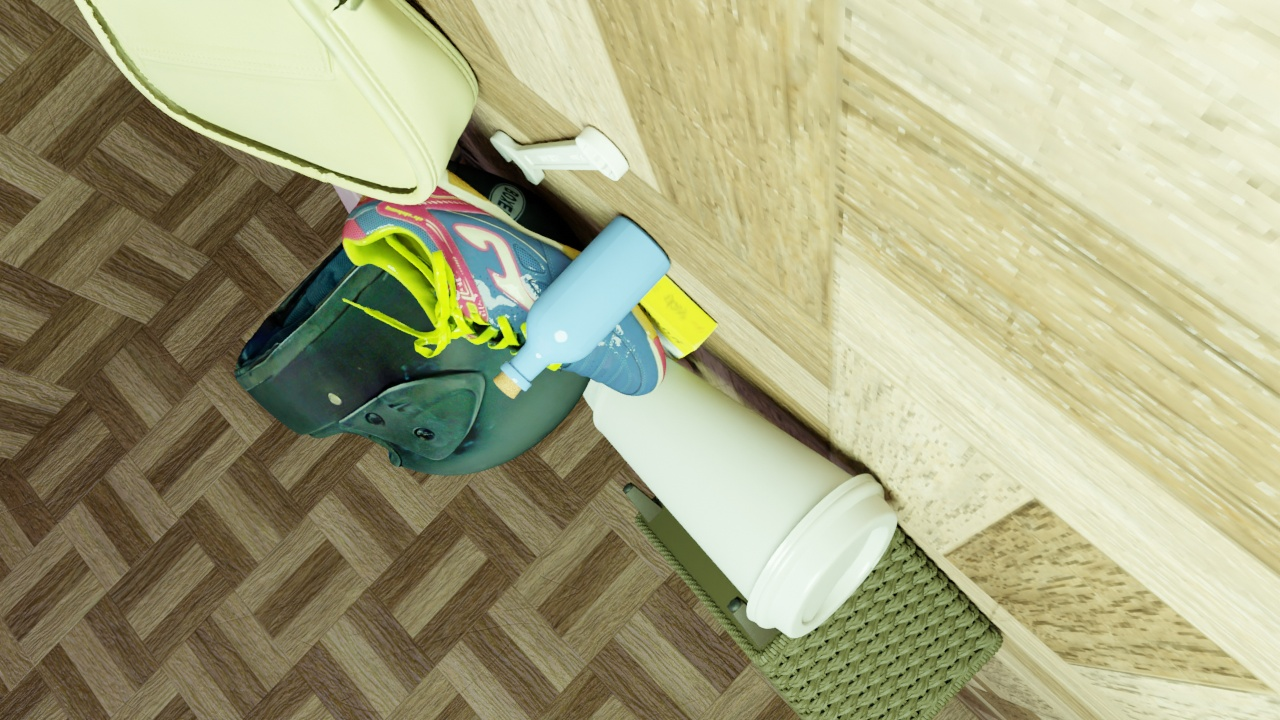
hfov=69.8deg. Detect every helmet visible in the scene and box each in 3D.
[{"bbox_3d":[-0.176,-0.012,0.815,0.236,0.317,0.248,42,-151,-24],"label":"helmet"}]

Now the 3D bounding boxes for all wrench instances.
[{"bbox_3d":[-0.056,-0.127,0.572,0.047,0.009,0.273,45,176,-21],"label":"wrench"}]

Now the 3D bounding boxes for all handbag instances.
[{"bbox_3d":[-0.222,-0.196,0.557,0.233,0.088,0.191,15,153,19],"label":"handbag"}]

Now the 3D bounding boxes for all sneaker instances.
[{"bbox_3d":[-0.095,-0.034,0.638,0.242,0.090,0.117,34,146,-7],"label":"sneaker"}]

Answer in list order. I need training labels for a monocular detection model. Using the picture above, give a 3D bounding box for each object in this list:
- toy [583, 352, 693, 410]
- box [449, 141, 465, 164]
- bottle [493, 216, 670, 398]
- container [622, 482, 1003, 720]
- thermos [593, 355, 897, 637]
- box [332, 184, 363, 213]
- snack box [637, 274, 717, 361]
[{"bbox_3d":[-0.005,0.005,0.895,0.139,0.101,0.180,31,156,11],"label":"toy"},{"bbox_3d":[-0.267,-0.241,0.963,0.216,0.081,0.063,42,160,29],"label":"box"},{"bbox_3d":[-0.041,-0.029,0.576,0.048,0.131,0.048,43,176,3],"label":"bottle"},{"bbox_3d":[0.133,0.189,0.870,0.205,0.176,0.321,49,174,-24],"label":"container"},{"bbox_3d":[0.067,0.087,0.684,0.222,0.131,0.131,40,175,30],"label":"thermos"},{"bbox_3d":[-0.322,-0.240,0.917,0.098,0.037,0.233,14,134,56],"label":"box"},{"bbox_3d":[0.020,-0.032,0.698,0.061,0.025,0.149,44,176,0],"label":"snack box"}]
